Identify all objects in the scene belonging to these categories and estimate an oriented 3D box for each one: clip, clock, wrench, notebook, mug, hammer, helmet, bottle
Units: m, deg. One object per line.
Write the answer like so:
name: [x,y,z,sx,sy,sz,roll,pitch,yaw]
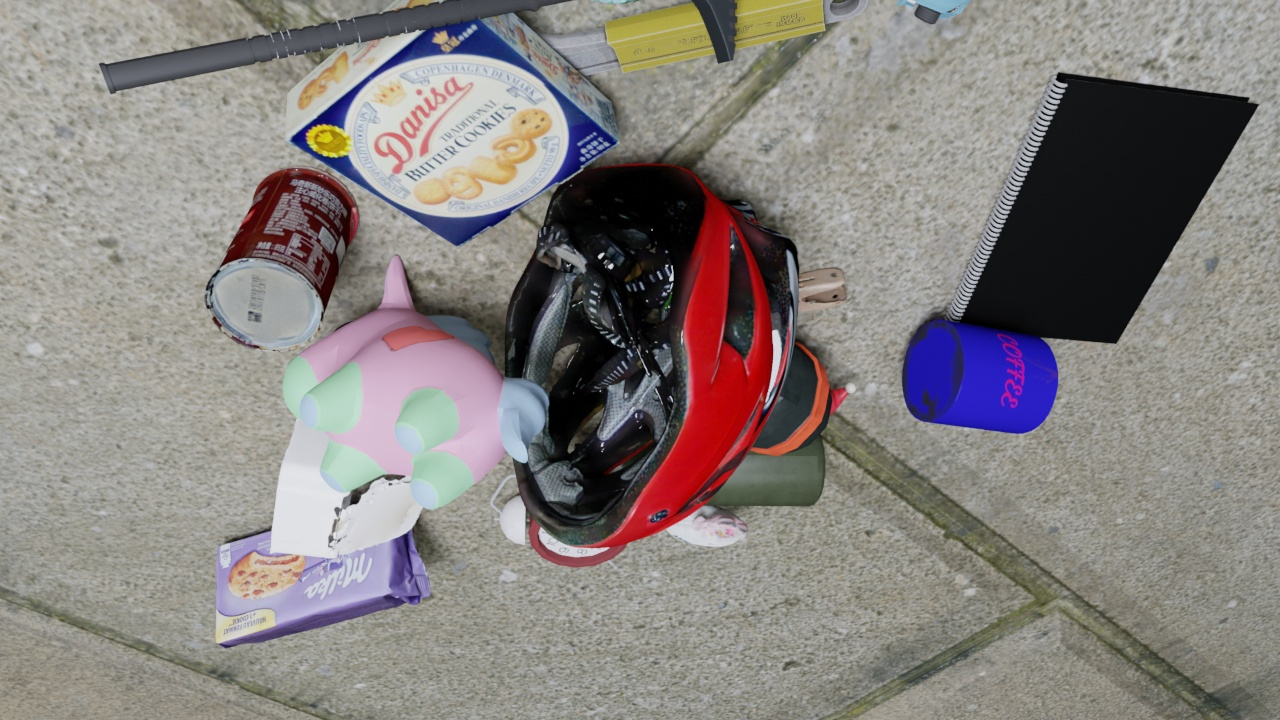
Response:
clip: [0.128,-0.051,0.702,0.062,0.025,0.047,11,128,-10]
clock: [-0.065,0.137,0.822,0.137,0.048,0.096,22,124,-22]
wrench: [0.002,-0.197,0.559,0.273,0.018,0.084,-10,154,8]
notebook: [0.332,-0.103,0.680,0.149,0.016,0.207,4,128,-9]
mug: [0.256,0.016,0.726,0.083,0.079,0.111,8,168,-17]
hammer: [-0.091,-0.169,0.462,0.324,0.015,0.095,-20,108,-22]
helmet: [-0.004,0.004,0.621,0.166,0.217,0.273,3,125,-37]
bottle: [0.048,0.087,0.776,0.207,0.071,0.072,1,128,-5]

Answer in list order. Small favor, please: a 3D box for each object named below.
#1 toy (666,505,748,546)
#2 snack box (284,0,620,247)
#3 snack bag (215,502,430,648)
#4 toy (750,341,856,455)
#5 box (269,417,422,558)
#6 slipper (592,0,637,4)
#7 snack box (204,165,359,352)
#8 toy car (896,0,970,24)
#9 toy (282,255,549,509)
toy: [0.053,0.143,0.801,0.076,0.126,0.037,19,82,-26]
snack box: [-0.113,-0.146,0.559,0.145,0.042,0.145,-27,145,28]
snack bag: [-0.285,0.191,0.824,0.205,0.096,0.058,-17,150,10]
toy: [0.104,0.029,0.721,0.119,0.100,0.097,29,89,-44]
box: [-0.225,0.103,0.751,0.130,0.102,0.110,9,127,-14]
slipper: [-0.099,-0.269,0.485,0.276,0.069,0.116,19,122,-19]
snack box: [-0.231,-0.068,0.600,0.072,0.121,0.072,-3,129,-3]
toy car: [0.162,-0.239,0.550,0.107,0.027,0.060,15,126,-15]
toy: [-0.142,0.017,0.613,0.222,0.170,0.120,7,121,26]
